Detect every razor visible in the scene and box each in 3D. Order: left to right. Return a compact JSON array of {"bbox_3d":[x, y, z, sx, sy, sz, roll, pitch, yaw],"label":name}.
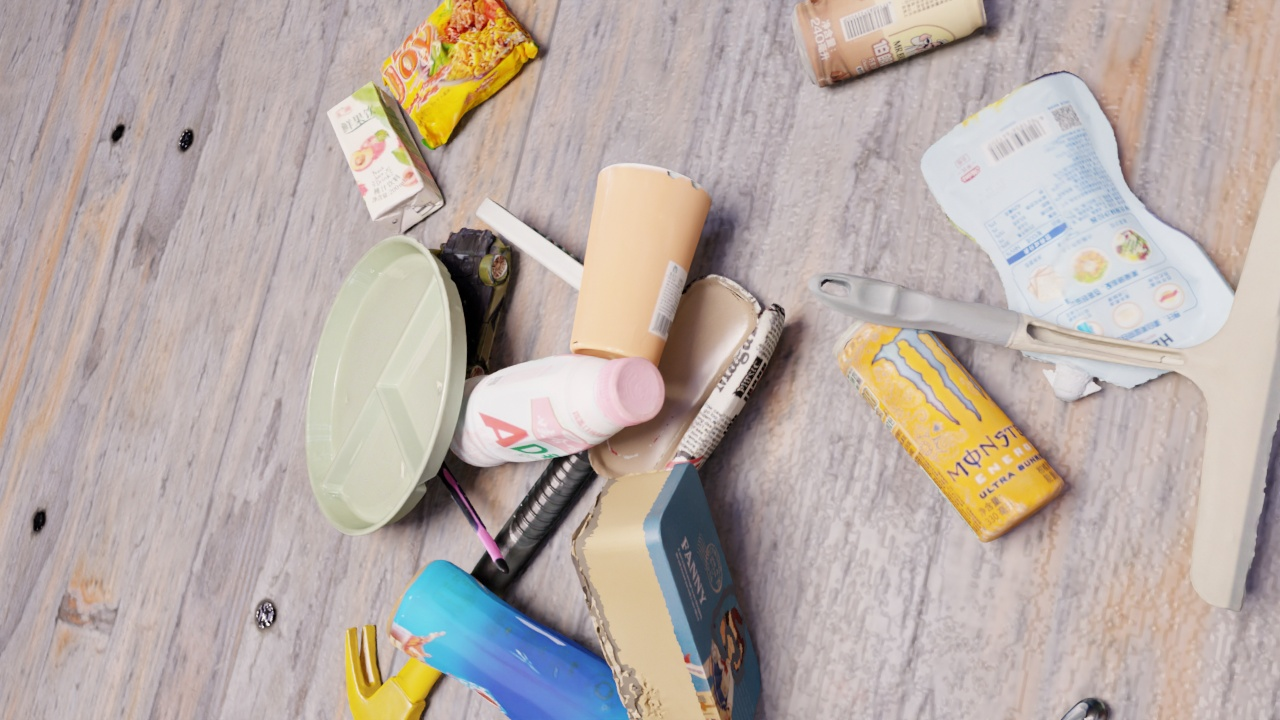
[{"bbox_3d":[0.203,0.236,0.519,0.143,0.022,0.042,-39,22,10],"label":"razor"}]

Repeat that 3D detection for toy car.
[{"bbox_3d":[-0.144,-0.027,0.721,0.070,0.042,0.158,10,85,27],"label":"toy car"}]

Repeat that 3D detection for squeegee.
[{"bbox_3d":[0.217,-0.016,0.516,0.247,0.039,0.246,13,84,18],"label":"squeegee"}]

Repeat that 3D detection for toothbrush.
[{"bbox_3d":[-0.141,0.096,0.686,0.189,0.014,0.018,46,112,42],"label":"toothbrush"}]

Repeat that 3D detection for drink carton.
[{"bbox_3d":[-0.217,-0.172,0.782,0.053,0.045,0.122,-32,69,10],"label":"drink carton"}]

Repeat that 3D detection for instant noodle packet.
[{"bbox_3d":[-0.158,-0.254,0.774,0.128,0.044,0.110,-41,62,13],"label":"instant noodle packet"}]

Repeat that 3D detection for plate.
[{"bbox_3d":[-0.198,0.019,0.703,0.231,0.027,0.230,-16,68,45],"label":"plate"}]

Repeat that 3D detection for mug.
[{"bbox_3d":[-0.003,-0.057,0.605,0.078,0.078,0.122,7,78,26],"label":"mug"}]

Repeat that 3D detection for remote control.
[{"bbox_3d":[-0.063,-0.076,0.686,0.135,0.056,0.019,37,93,27],"label":"remote control"}]

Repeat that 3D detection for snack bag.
[{"bbox_3d":[0.256,-0.072,0.547,0.110,0.038,0.191,-28,72,15],"label":"snack bag"}]

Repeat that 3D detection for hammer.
[{"bbox_3d":[-0.115,0.165,0.675,0.129,0.032,0.301,40,97,25],"label":"hammer"}]

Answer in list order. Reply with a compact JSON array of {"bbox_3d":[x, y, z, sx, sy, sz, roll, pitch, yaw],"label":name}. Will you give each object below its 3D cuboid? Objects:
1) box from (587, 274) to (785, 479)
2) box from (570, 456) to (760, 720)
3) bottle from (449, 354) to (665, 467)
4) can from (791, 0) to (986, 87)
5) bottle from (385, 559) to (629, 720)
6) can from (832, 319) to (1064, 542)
[{"bbox_3d":[0.032,0.022,0.605,0.075,0.086,0.162,35,90,-11],"label":"box"},{"bbox_3d":[0.017,0.147,0.547,0.062,0.089,0.184,-9,111,21],"label":"box"},{"bbox_3d":[-0.062,0.031,0.612,0.197,0.068,0.068,-14,72,51],"label":"bottle"},{"bbox_3d":[0.164,-0.228,0.609,0.116,0.058,0.058,-15,73,21],"label":"can"},{"bbox_3d":[-0.063,0.212,0.604,0.219,0.065,0.065,30,93,10],"label":"bottle"},{"bbox_3d":[0.180,0.034,0.548,0.058,0.058,0.146,-40,66,12],"label":"can"}]
